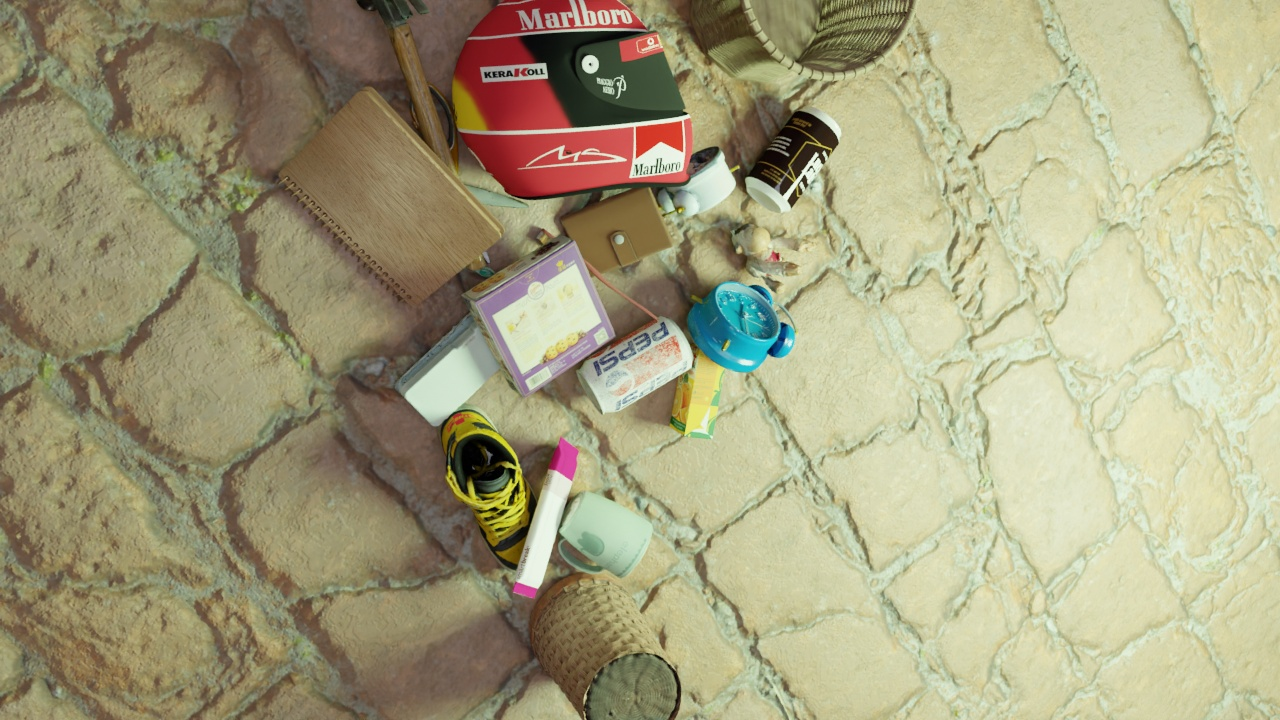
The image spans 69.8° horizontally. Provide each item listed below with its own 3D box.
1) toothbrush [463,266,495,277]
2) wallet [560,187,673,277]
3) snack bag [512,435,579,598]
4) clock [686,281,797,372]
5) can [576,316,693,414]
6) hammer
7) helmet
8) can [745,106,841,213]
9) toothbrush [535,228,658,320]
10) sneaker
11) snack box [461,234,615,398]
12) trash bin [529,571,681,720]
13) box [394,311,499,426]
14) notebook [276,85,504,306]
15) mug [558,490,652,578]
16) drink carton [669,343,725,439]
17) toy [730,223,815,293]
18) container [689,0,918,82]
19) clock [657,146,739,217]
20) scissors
[{"bbox_3d":[-0.239,-0.121,1.104,0.135,0.017,0.022,15,98,-20],"label":"toothbrush"},{"bbox_3d":[-0.029,-0.159,1.139,0.121,0.013,0.087,-19,107,16],"label":"wallet"},{"bbox_3d":[-0.118,0.197,1.150,0.016,0.070,0.196,10,74,21],"label":"snack bag"},{"bbox_3d":[0.136,-0.048,1.190,0.161,0.116,0.060,-8,146,-39],"label":"clock"},{"bbox_3d":[-0.007,0.007,1.170,0.136,0.078,0.078,-30,107,-11],"label":"can"},{"bbox_3d":[-0.233,-0.258,1.025,0.033,0.132,0.331,-27,116,-26],"label":"hammer"},{"bbox_3d":[-0.074,-0.302,1.028,0.270,0.197,0.225,-10,110,-16],"label":"helmet"},{"bbox_3d":[0.198,-0.259,1.192,0.072,0.072,0.128,38,87,-20],"label":"can"},{"bbox_3d":[-0.052,-0.104,1.148,0.184,0.015,0.015,36,92,-6],"label":"toothbrush"},{"bbox_3d":[-0.173,0.172,1.122,0.086,0.122,0.238,-27,106,-10],"label":"sneaker"},{"bbox_3d":[-0.119,-0.053,1.104,0.143,0.040,0.148,-34,124,-18],"label":"snack box"},{"bbox_3d":[-0.048,0.375,1.152,0.151,0.210,0.151,-3,100,-17],"label":"trash bin"},{"bbox_3d":[-0.201,-0.009,1.118,0.085,0.070,0.198,46,80,-7],"label":"box"},{"bbox_3d":[-0.283,-0.174,1.032,0.169,0.022,0.210,-33,112,27],"label":"notebook"},{"bbox_3d":[-0.058,0.232,1.199,0.104,0.084,0.111,33,117,-11],"label":"mug"},{"bbox_3d":[0.077,0.037,1.212,0.041,0.058,0.122,8,97,-19],"label":"drink carton"},{"bbox_3d":[0.167,-0.148,1.210,0.106,0.074,0.085,35,54,0],"label":"toy"},{"bbox_3d":[0.179,-0.437,1.087,0.226,0.196,0.227,-3,100,-18],"label":"container"},{"bbox_3d":[0.064,-0.218,1.151,0.117,0.083,0.057,-39,115,-9],"label":"clock"},{"bbox_3d":[-0.249,-0.207,1.085,0.226,0.016,0.225,-25,106,-12],"label":"scissors"}]
